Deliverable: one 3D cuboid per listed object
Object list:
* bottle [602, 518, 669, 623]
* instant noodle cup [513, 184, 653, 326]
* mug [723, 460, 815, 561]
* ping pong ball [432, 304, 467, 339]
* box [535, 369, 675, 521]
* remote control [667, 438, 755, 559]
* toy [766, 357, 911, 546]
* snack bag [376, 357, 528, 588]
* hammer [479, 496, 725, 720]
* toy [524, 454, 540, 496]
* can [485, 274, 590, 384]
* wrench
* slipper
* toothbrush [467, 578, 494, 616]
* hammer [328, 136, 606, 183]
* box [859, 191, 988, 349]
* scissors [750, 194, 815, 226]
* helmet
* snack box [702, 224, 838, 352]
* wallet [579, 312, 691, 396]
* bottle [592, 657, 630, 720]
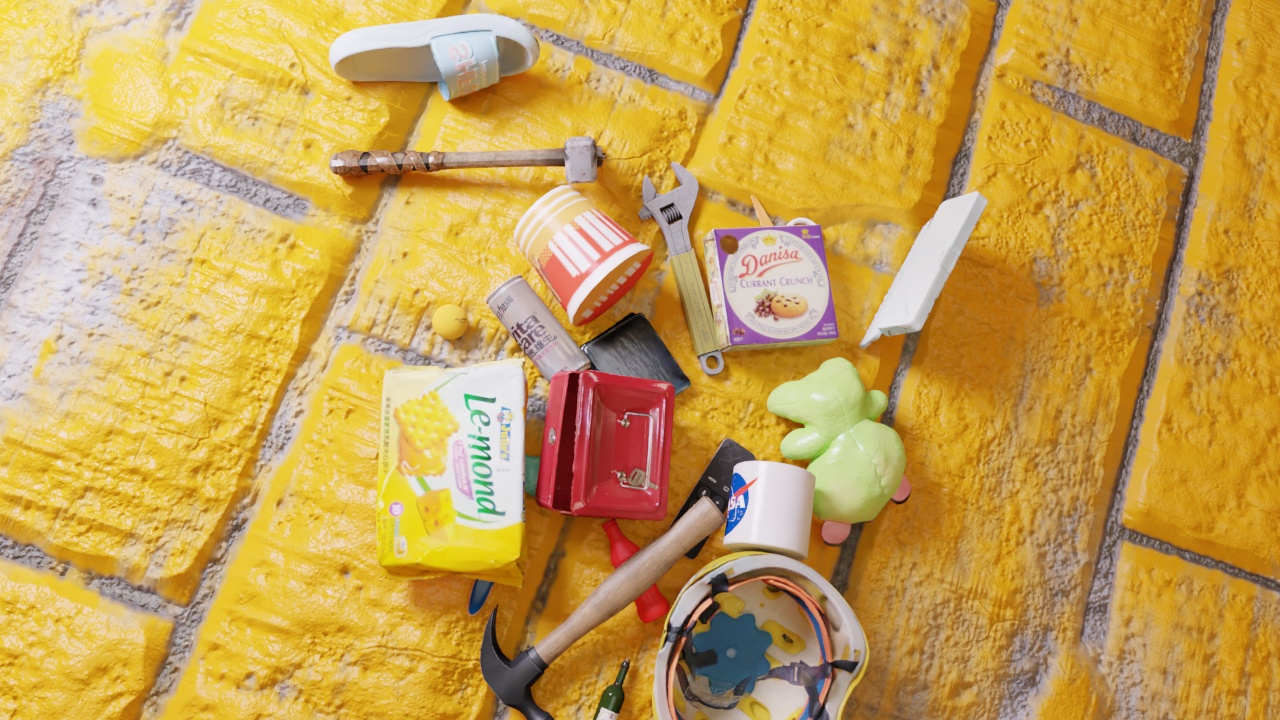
[{"bbox_3d":[-0.009,0.234,1.028,0.036,0.036,0.119,-26,83,-15],"label":"bottle"},{"bbox_3d":[-0.072,-0.126,1.059,0.123,0.123,0.121,-40,80,-16],"label":"instant noodle cup"},{"bbox_3d":[0.141,0.172,1.024,0.091,0.121,0.090,11,70,-2],"label":"mug"},{"bbox_3d":[-0.218,-0.044,1.050,0.040,0.040,0.040,2,77,-10],"label":"ping pong ball"},{"bbox_3d":[-0.037,0.093,0.999,0.129,0.093,0.157,11,79,-26],"label":"box"},{"bbox_3d":[0.082,0.161,1.075,0.045,0.008,0.146,35,74,-1],"label":"remote control"},{"bbox_3d":[0.239,0.097,1.072,0.150,0.107,0.196,-25,75,-16],"label":"toy"},{"bbox_3d":[-0.199,0.120,0.992,0.159,0.068,0.247,-1,77,2],"label":"snack bag"},{"bbox_3d":[-0.037,0.253,0.991,0.305,0.040,0.132,-40,87,-4],"label":"hammer"},{"bbox_3d":[-0.103,0.114,1.041,0.105,0.033,0.085,-18,73,-10],"label":"toy"},{"bbox_3d":[-0.117,-0.031,1.058,0.054,0.054,0.135,-38,87,-15],"label":"can"},{"bbox_3d":[0.059,-0.113,1.125,0.083,0.018,0.273,-14,81,-13],"label":"wrench"},{"bbox_3d":[-0.240,-0.348,1.084,0.245,0.104,0.074,-5,81,-5],"label":"slipper"},{"bbox_3d":[-0.161,0.217,1.015,0.021,0.017,0.135,22,75,-3],"label":"toothbrush"},{"bbox_3d":[-0.200,-0.235,1.075,0.319,0.121,0.049,-2,109,-2],"label":"hammer"},{"bbox_3d":[0.335,-0.108,1.112,0.041,0.135,0.196,36,74,-12],"label":"box"},{"bbox_3d":[0.174,-0.157,1.159,0.128,0.011,0.125,-24,84,-16],"label":"scissors"},{"bbox_3d":[0.111,0.317,0.983,0.209,0.139,0.240,33,87,-2],"label":"helmet"},{"bbox_3d":[0.157,-0.088,1.111,0.143,0.041,0.148,-5,81,-16],"label":"snack box"},{"bbox_3d":[-0.006,0.006,1.084,0.089,0.026,0.115,-35,86,-17],"label":"wallet"},{"bbox_3d":[-0.033,0.376,0.999,0.025,0.025,0.106,24,75,-4],"label":"bottle"}]
